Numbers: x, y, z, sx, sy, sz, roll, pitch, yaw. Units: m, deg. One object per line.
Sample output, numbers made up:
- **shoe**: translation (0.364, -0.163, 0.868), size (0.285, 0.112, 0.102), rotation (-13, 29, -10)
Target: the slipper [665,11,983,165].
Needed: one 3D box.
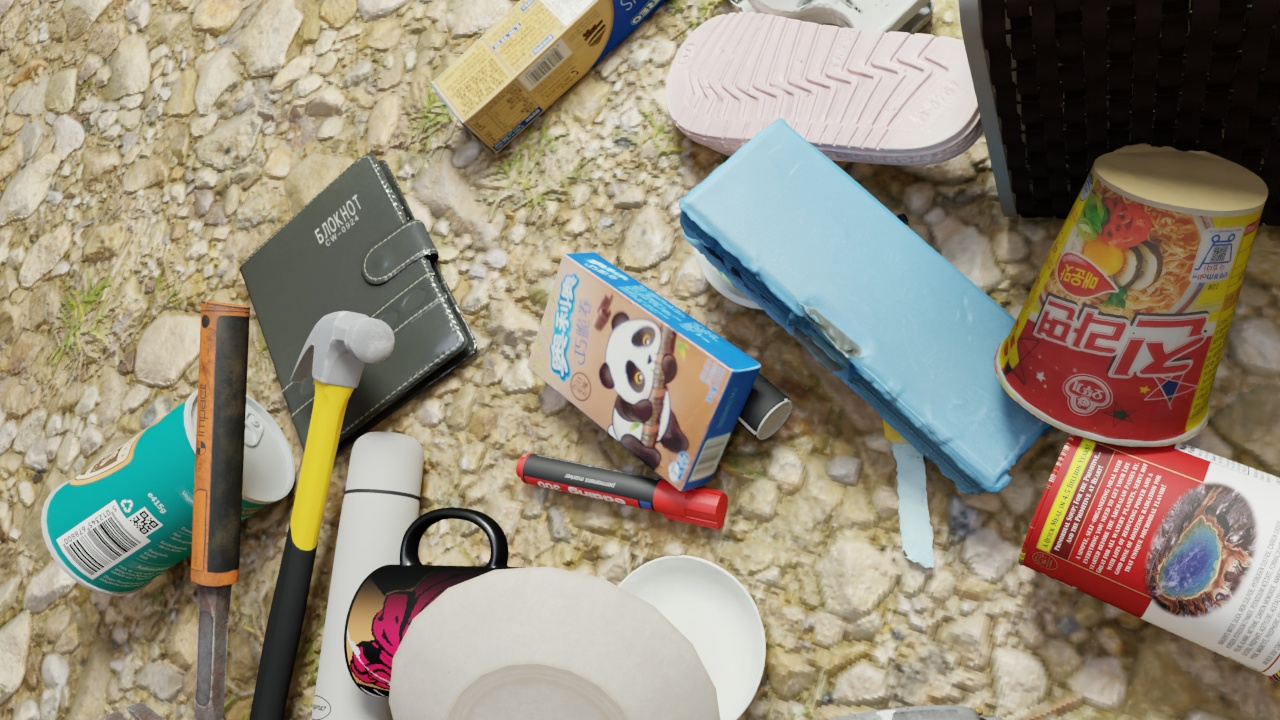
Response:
- **slipper**: translation (0.114, -0.163, 0.588), size (0.239, 0.064, 0.094), rotation (22, 86, 42)

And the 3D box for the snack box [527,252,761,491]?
- **snack box**: translation (-0.003, 0.003, 0.578), size (0.151, 0.034, 0.087), rotation (36, 118, 31)

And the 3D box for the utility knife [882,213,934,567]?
- **utility knife**: translation (0.156, 0.012, 0.542), size (0.031, 0.019, 0.217), rotation (-11, 72, 29)

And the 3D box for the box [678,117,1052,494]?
- **box**: translation (0.130, -0.031, 0.522), size (0.231, 0.054, 0.093), rotation (43, 74, 12)

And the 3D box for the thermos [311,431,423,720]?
- **thermos**: translation (-0.183, 0.160, 0.619), size (0.052, 0.052, 0.224), rotation (-4, 72, 22)

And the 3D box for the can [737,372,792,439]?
- **can**: translation (0.056, 0.013, 0.574), size (0.031, 0.031, 0.080), rotation (-49, 61, 2)

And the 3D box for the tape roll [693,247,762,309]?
- **tape roll**: translation (0.080, -0.079, 0.579), size (0.094, 0.018, 0.094), rotation (5, 103, 21)

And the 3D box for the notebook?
- **notebook**: translation (-0.229, -0.046, 0.722), size (0.170, 0.029, 0.209), rotation (-37, 65, 12)

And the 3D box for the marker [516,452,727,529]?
- **marker**: translation (-0.015, 0.082, 0.589), size (0.145, 0.021, 0.023), rotation (8, 107, 26)

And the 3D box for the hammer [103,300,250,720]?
- **hammer**: translation (-0.288, 0.118, 0.603), size (0.138, 0.035, 0.314), rotation (3, 91, 23)

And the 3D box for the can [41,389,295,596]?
- **can**: translation (-0.350, 0.097, 0.686), size (0.144, 0.099, 0.099), rotation (-32, 63, 11)

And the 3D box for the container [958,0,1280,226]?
- **container**: translation (0.297, -0.208, 0.423), size (0.244, 0.245, 0.247), rotation (3, 74, 28)

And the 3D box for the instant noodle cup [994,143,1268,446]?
- **instant noodle cup**: translation (0.227, -0.033, 0.423), size (0.100, 0.113, 0.100), rotation (0, 37, 0)

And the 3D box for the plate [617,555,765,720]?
- **plate**: translation (0.026, 0.169, 0.540), size (0.104, 0.026, 0.104), rotation (-8, 70, 22)

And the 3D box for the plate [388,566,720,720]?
- **plate**: translation (-0.052, 0.203, 0.502), size (0.189, 0.027, 0.189), rotation (2, 107, 8)

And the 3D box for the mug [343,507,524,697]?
- **mug**: translation (-0.119, 0.152, 0.574), size (0.098, 0.081, 0.118), rotation (-4, 80, 22)

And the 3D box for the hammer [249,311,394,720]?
- **hammer**: translation (-0.233, 0.124, 0.631), size (0.127, 0.029, 0.323), rotation (13, 91, 55)

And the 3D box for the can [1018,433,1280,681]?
- **can**: translation (0.254, 0.084, 0.432), size (0.116, 0.086, 0.086), rotation (23, 84, 28)

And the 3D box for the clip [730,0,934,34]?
- **clip**: translation (0.126, -0.270, 0.610), size (0.126, 0.099, 0.152), rotation (-41, 52, 9)

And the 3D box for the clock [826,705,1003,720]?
- **clock**: translation (0.137, 0.202, 0.447), size (0.148, 0.104, 0.056), rotation (-2, 59, -8)

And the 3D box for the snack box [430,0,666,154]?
- **snack box**: translation (-0.059, -0.251, 0.698), size (0.207, 0.057, 0.056), rotation (-40, 66, 7)
